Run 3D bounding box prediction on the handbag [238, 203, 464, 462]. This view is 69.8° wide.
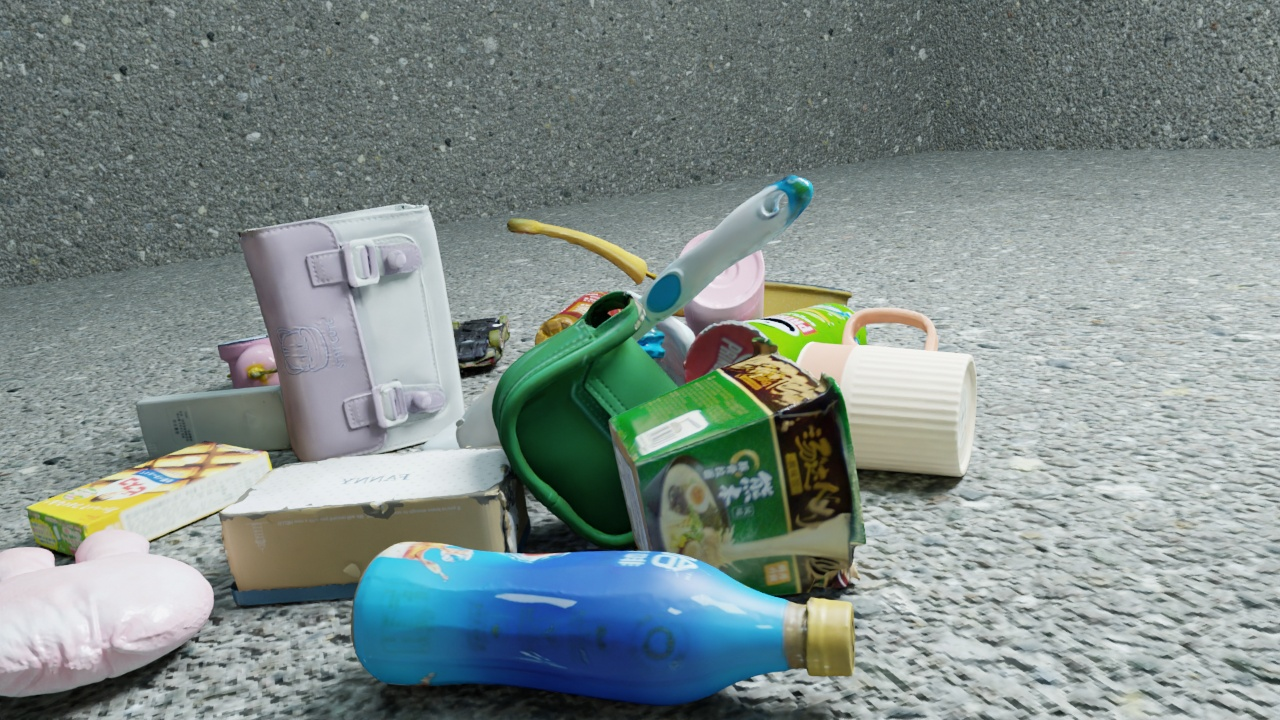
[{"bbox_3d":[-0.232,-0.023,0.758,0.144,0.197,0.098,-15,17,-25],"label":"handbag"}]

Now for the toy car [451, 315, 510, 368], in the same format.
[{"bbox_3d":[-0.182,-0.021,1.026,0.070,0.042,0.158,-6,16,1],"label":"toy car"}]

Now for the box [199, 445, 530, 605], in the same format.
[{"bbox_3d":[-0.161,0.097,0.551,0.184,0.062,0.089,-7,14,7],"label":"box"}]

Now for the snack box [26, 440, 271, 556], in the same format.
[{"bbox_3d":[-0.355,0.100,0.674,0.087,0.034,0.140,3,20,35],"label":"snack box"}]

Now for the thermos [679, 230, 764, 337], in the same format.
[{"bbox_3d":[0.061,-0.032,0.764,0.087,0.067,0.199,-35,-17,-6],"label":"thermos"}]

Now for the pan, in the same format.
[{"bbox_3d":[0.041,-0.083,0.917,0.357,0.078,0.198,4,2,-18],"label":"pan"}]

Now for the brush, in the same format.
[{"bbox_3d":[-0.007,-0.015,0.601,0.315,0.060,0.109,-33,-16,23],"label":"brush"}]

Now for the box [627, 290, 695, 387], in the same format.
[{"bbox_3d":[-0.003,0.003,0.749,0.095,0.102,0.201,-9,15,-12],"label":"box"}]

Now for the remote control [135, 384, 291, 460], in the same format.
[{"bbox_3d":[-0.368,0.054,0.802,0.135,0.056,0.019,-6,15,5],"label":"remote control"}]

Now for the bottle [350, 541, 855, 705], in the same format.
[{"bbox_3d":[-0.018,0.116,0.403,0.219,0.065,0.065,-1,16,18],"label":"bottle"}]

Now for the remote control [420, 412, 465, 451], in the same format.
[{"bbox_3d":[-0.128,0.057,0.756,0.056,0.020,0.135,-1,16,15],"label":"remote control"}]

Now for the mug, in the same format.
[{"bbox_3d":[0.164,0.018,0.610,0.106,0.114,0.081,4,-26,28],"label":"mug"}]

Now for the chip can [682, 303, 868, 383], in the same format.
[{"bbox_3d":[0.113,-0.004,0.707,0.072,0.072,0.235,2,7,28],"label":"chip can"}]

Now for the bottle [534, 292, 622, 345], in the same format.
[{"bbox_3d":[-0.061,-0.038,1.007,0.057,0.057,0.174,-2,16,15],"label":"bottle"}]

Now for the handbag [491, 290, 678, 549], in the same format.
[{"bbox_3d":[-0.017,0.036,0.544,0.120,0.131,0.068,-42,22,5],"label":"handbag"}]

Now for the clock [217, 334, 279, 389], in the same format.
[{"bbox_3d":[-0.374,0.000,0.967,0.117,0.060,0.159,-13,7,-32],"label":"clock"}]

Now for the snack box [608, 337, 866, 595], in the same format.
[{"bbox_3d":[0.044,0.062,0.486,0.105,0.117,0.118,-14,14,-9],"label":"snack box"}]

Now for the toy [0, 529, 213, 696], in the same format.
[{"bbox_3d":[-0.301,0.130,0.495,0.121,0.054,0.160,-8,14,-33],"label":"toy"}]
